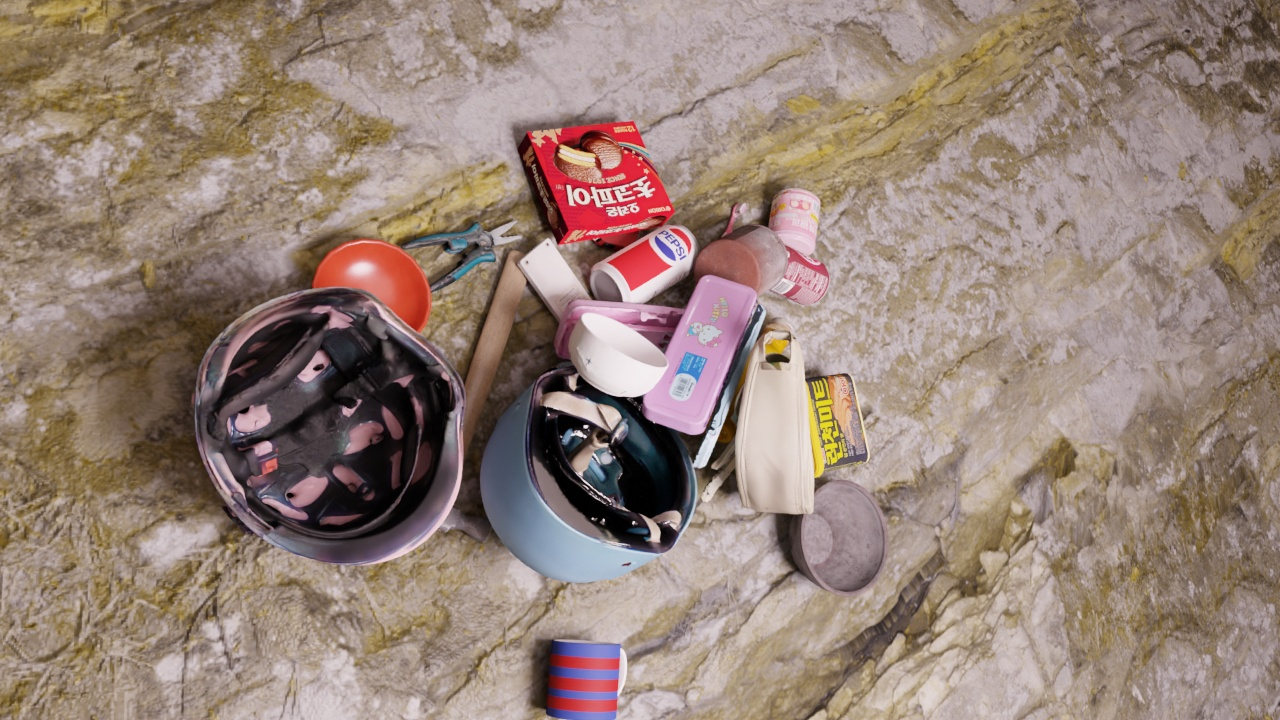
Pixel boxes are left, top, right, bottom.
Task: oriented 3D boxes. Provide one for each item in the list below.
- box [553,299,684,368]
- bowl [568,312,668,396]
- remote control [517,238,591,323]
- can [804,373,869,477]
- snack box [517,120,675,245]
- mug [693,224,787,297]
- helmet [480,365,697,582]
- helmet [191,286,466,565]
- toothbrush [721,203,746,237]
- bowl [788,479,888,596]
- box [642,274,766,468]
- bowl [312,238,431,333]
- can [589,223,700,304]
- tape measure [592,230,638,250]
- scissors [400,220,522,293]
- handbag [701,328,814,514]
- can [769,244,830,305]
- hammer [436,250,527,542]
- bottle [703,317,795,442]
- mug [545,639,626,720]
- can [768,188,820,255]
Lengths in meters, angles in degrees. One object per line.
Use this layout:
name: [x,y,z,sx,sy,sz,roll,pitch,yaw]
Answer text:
box: [-0.011,0.003,1.092,0.201,0.059,0.156,4,110,-29]
bowl: [-0.029,-0.001,0.951,0.105,0.104,0.054,26,108,-23]
remote control: [-0.089,-0.075,1.080,0.050,0.011,0.136,-45,111,-30]
can: [0.235,0.085,1.211,0.100,0.073,0.130,-6,82,-34]
snack box: [-0.053,-0.218,1.113,0.151,0.036,0.132,-15,76,-32]
mug: [0.117,-0.106,1.153,0.096,0.123,0.110,41,30,15]
helmet: [-0.061,0.120,0.965,0.225,0.167,0.264,57,33,5]
helmet: [-0.292,0.070,0.856,0.255,0.153,0.229,50,58,-11]
toothbrush: [0.112,-0.160,1.223,0.021,0.016,0.134,41,61,-29]
bowl: [0.244,0.229,1.185,0.144,0.067,0.144,7,76,-29]
box: [0.074,0.012,1.045,0.090,0.093,0.213,18,53,10]
bowl: [-0.283,-0.064,0.960,0.121,0.035,0.122,7,76,-29]
can: [0.006,-0.112,1.119,0.131,0.070,0.070,-34,97,-31]
tape measure: [-0.030,-0.159,1.138,0.051,0.019,0.058,35,57,-22]
scissors: [-0.201,-0.123,1.031,0.150,0.019,0.120,15,72,-29]
handbag: [0.139,0.078,1.067,0.132,0.229,0.184,3,76,11]
can: [0.195,-0.120,1.236,0.114,0.063,0.063,21,69,-25]
hammer: [-0.176,0.025,1.008,0.119,0.031,0.330,25,68,-24]
bottle: [0.141,0.020,1.179,0.053,0.053,0.185,44,62,-15]
mug: [-0.050,0.344,0.993,0.111,0.075,0.076,24,65,-53]
can: [0.209,-0.187,1.257,0.067,0.067,0.076,21,69,-25]
